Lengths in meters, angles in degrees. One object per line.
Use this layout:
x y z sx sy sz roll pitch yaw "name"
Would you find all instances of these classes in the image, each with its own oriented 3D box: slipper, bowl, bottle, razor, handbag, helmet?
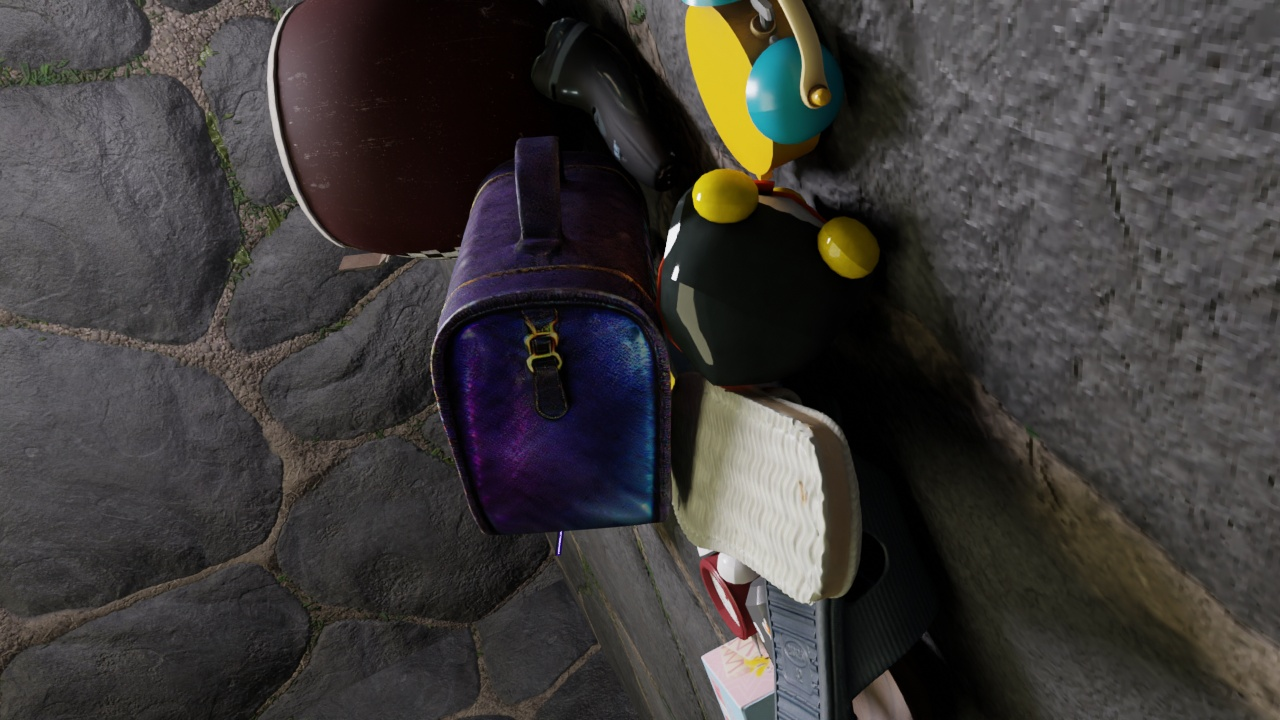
0.123 0.150 0.527 0.101 0.082 0.263 159 110 -76 "slipper"
0.160 0.204 0.606 0.119 0.032 0.119 59 165 26 "bowl"
0.109 0.193 0.605 0.112 0.047 0.047 64 167 5 "bottle"
-0.022 -0.163 0.592 0.140 0.063 0.053 59 166 27 "razor"
-0.049 -0.025 0.560 0.204 0.125 0.222 -95 0 -59 "handbag"
0.063 0.063 0.487 0.263 0.052 0.115 -178 84 -79 "slipper"
-0.168 -0.178 0.709 0.233 0.253 0.233 -80 -16 -73 "helmet"

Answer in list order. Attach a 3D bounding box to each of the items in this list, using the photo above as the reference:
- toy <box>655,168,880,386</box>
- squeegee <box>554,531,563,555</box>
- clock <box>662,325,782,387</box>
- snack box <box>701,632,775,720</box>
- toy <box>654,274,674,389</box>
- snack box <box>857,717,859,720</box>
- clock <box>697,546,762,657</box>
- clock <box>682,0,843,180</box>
0.056 -0.039 0.461 0.119 0.097 0.100 -63 -4 -78 "toy"
-0.040 0.083 1.018 0.185 0.055 0.249 139 139 -62 "squeegee"
0.056 0.011 0.632 0.089 0.052 0.125 54 165 36 "clock"
0.120 0.314 0.847 0.093 0.079 0.095 70 168 -16 "snack box"
-0.005 0.005 0.775 0.149 0.083 0.214 53 162 13 "toy"
0.192 0.334 0.709 0.101 0.031 0.186 65 166 2 "snack box"
0.089 0.202 0.845 0.124 0.044 0.087 68 166 -17 "clock"
0.052 -0.134 0.415 0.099 0.043 0.130 63 173 12 "clock"
